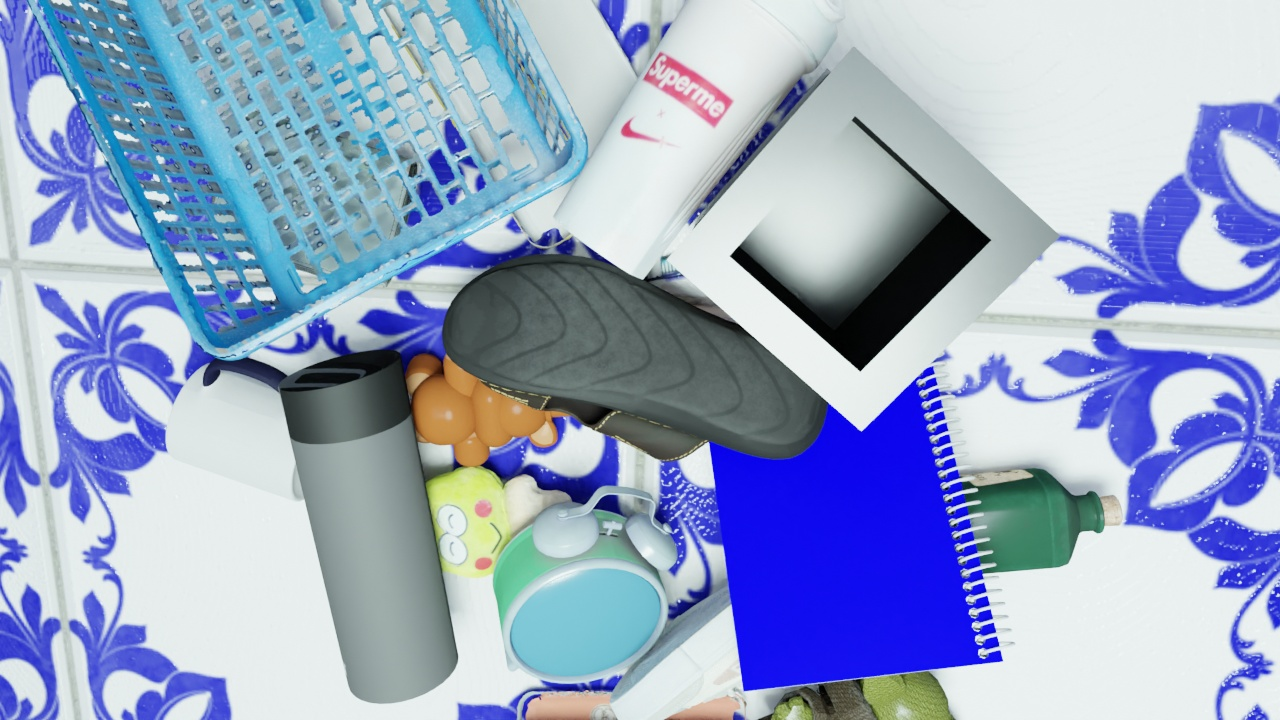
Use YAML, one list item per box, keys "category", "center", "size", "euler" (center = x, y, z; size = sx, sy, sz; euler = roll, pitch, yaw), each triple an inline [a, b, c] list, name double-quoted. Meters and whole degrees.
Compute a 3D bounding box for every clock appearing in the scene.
- category: "clock"
  center: [-0.038, 0.155, 0.669]
  size: [0.121, 0.075, 0.162]
  euler: [13, 117, -23]

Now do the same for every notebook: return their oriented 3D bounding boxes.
- category: "notebook"
  center: [0.139, 0.103, 0.618]
  size: [0.172, 0.022, 0.209]
  euler: [-11, 68, 11]

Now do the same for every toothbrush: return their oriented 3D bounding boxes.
- category: "toothbrush"
  center: [-0.047, -0.055, 0.662]
  size: [0.189, 0.016, 0.017]
  euler: [-9, 93, 9]

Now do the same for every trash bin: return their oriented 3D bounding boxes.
- category: "trash bin"
  center: [0.122, -0.078, 0.553]
  size: [0.139, 0.171, 0.140]
  euler: [41, 105, -4]

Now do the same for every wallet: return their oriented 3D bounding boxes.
- category: "wallet"
  center: [-0.229, -0.114, 0.651]
  size: [0.131, 0.054, 0.100]
  euler: [19, 105, 0]

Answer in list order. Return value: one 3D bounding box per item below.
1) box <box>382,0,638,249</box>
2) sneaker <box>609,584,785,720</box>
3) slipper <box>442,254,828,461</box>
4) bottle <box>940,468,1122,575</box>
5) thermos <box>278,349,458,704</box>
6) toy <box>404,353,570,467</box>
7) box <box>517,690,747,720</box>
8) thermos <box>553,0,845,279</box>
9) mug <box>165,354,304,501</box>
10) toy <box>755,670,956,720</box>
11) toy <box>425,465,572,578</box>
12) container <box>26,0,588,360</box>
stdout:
- category: "box"
  center: [-0.073, -0.190, 0.623]
  size: [0.130, 0.036, 0.209]
  euler: [-31, 98, 9]
- category: "sneaker"
  center: [0.089, 0.201, 0.662]
  size: [0.242, 0.089, 0.091]
  euler: [-40, 89, 4]
- category: "slipper"
  center: [-0.004, 0.004, 0.637]
  size: [0.268, 0.076, 0.113]
  euler: [16, 79, 0]
- category: "bottle"
  center: [0.263, 0.111, 0.640]
  size: [0.131, 0.061, 0.061]
  euler: [-7, 101, 9]
- category: "thermos"
  center: [-0.190, 0.117, 0.654]
  size: [0.082, 0.082, 0.240]
  euler: [-4, 107, 8]
- category: "toy"
  center: [-0.109, 0.030, 0.676]
  size: [0.127, 0.065, 0.095]
  euler: [-3, 112, -1]
- category: "box"
  center: [-0.009, 0.294, 0.719]
  size: [0.187, 0.082, 0.042]
  euler: [-3, 115, 6]
- category: "thermos"
  center: [0.038, -0.157, 0.572]
  size: [0.099, 0.099, 0.220]
  euler: [35, 98, -2]
- category: "mug"
  center: [-0.283, 0.042, 0.676]
  size: [0.097, 0.078, 0.112]
  euler: [19, 133, 2]
- category: "toy"
  center: [0.155, 0.276, 0.683]
  size: [0.153, 0.078, 0.179]
  euler: [-37, 128, 13]
- category: "toy"
  center: [-0.109, 0.123, 0.701]
  size: [0.115, 0.046, 0.092]
  euler: [-2, 106, 0]
- category: "container"
  center: [-0.214, -0.211, 0.564]
  size: [0.257, 0.089, 0.362]
  euler: [-27, 88, 5]
